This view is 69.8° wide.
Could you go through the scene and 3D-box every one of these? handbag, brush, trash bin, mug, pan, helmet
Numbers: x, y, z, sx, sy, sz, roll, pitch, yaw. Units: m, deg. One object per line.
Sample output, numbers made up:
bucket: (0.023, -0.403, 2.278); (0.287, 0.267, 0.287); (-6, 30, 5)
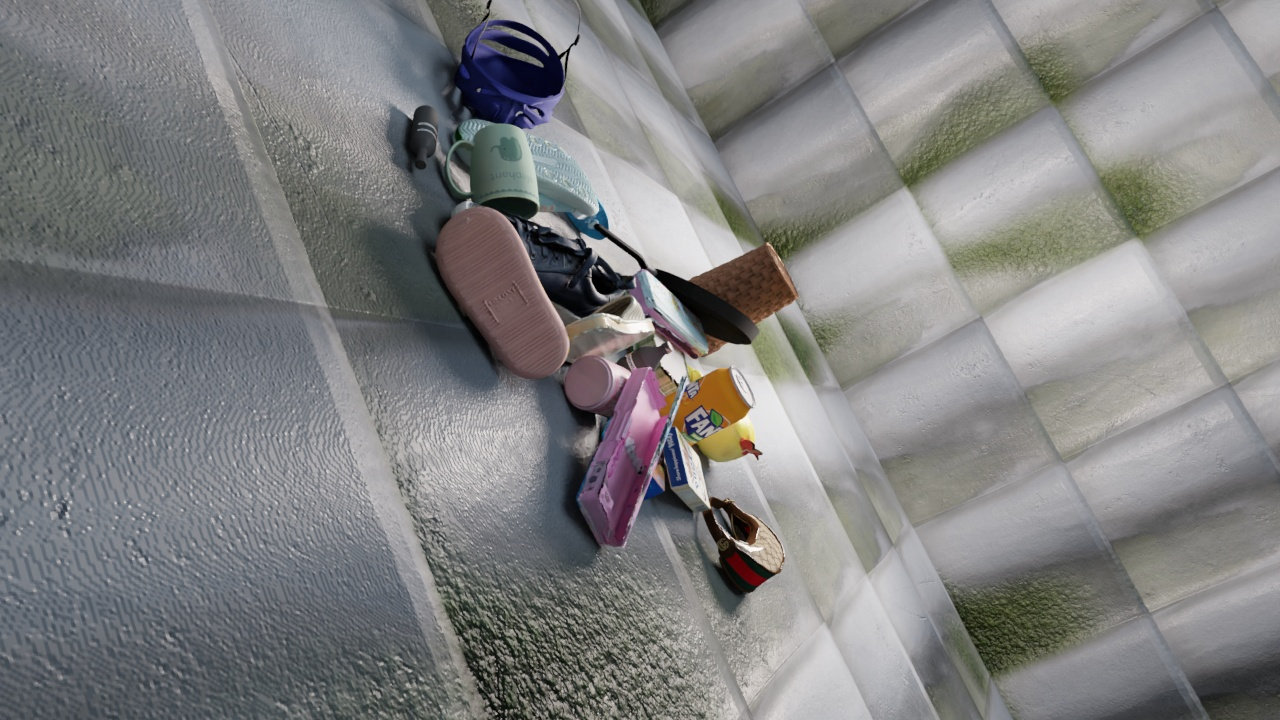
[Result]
handbag: (0.143, 0.254, 1.322); (0.138, 0.063, 0.166); (52, 18, 3)
brush: (-0.094, -0.244, 1.430); (0.136, 0.055, 0.075); (54, 14, -20)
trash bin: (0.175, -0.121, 1.720); (0.151, 0.210, 0.151); (52, 20, -27)
mug: (-0.183, -0.230, 1.118); (0.111, 0.084, 0.104); (-1, 75, -24)
pan: (0.048, -0.118, 1.504); (0.356, 0.034, 0.225); (33, -7, -35)
helmet: (-0.164, -0.428, 1.260); (0.147, 0.228, 0.241); (16, 34, -21)

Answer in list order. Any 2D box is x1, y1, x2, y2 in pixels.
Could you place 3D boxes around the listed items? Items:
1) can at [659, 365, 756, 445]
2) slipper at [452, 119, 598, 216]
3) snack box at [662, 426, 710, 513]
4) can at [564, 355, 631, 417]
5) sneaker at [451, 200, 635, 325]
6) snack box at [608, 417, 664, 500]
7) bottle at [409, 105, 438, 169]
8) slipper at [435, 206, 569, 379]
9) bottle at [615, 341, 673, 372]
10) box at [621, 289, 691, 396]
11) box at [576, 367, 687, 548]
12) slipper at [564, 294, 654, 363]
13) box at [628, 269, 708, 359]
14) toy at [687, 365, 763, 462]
can: (0.085, 0.069, 1.297); (0.079, 0.143, 0.079); (51, 21, -28)
slipper: (-0.159, -0.257, 1.260); (0.245, 0.074, 0.104); (14, 47, -45)
snack box: (0.060, 0.149, 1.233); (0.150, 0.026, 0.081); (55, 22, -64)
can: (-0.047, 0.033, 1.120); (0.076, 0.067, 0.067); (25, 39, -61)
sneaker: (-0.105, -0.127, 1.121); (0.294, 0.127, 0.120); (29, 35, -55)
snack box: (-0.004, 0.100, 1.186); (0.087, 0.034, 0.151); (53, 20, -25)
bottle: (-0.252, -0.256, 1.065); (0.030, 0.030, 0.112); (46, 23, -38)
slipper: (-0.149, -0.070, 0.997); (0.197, 0.093, 0.081); (61, -2, -3)
bottle: (-0.007, 0.007, 1.197); (0.036, 0.110, 0.036); (51, 21, -28)
box: (0.025, -0.022, 1.432); (0.117, 0.050, 0.205); (48, 22, -40)
box: (0.005, 0.102, 1.039); (0.229, 0.077, 0.085); (-66, 140, -50)
slipper: (-0.050, -0.036, 1.131); (0.054, 0.114, 0.272); (61, 13, 6)
box: (0.047, -0.069, 1.420); (0.214, 0.036, 0.076); (37, 30, -56)
toy: (0.115, 0.084, 1.457); (0.207, 0.092, 0.134); (63, 6, 37)
